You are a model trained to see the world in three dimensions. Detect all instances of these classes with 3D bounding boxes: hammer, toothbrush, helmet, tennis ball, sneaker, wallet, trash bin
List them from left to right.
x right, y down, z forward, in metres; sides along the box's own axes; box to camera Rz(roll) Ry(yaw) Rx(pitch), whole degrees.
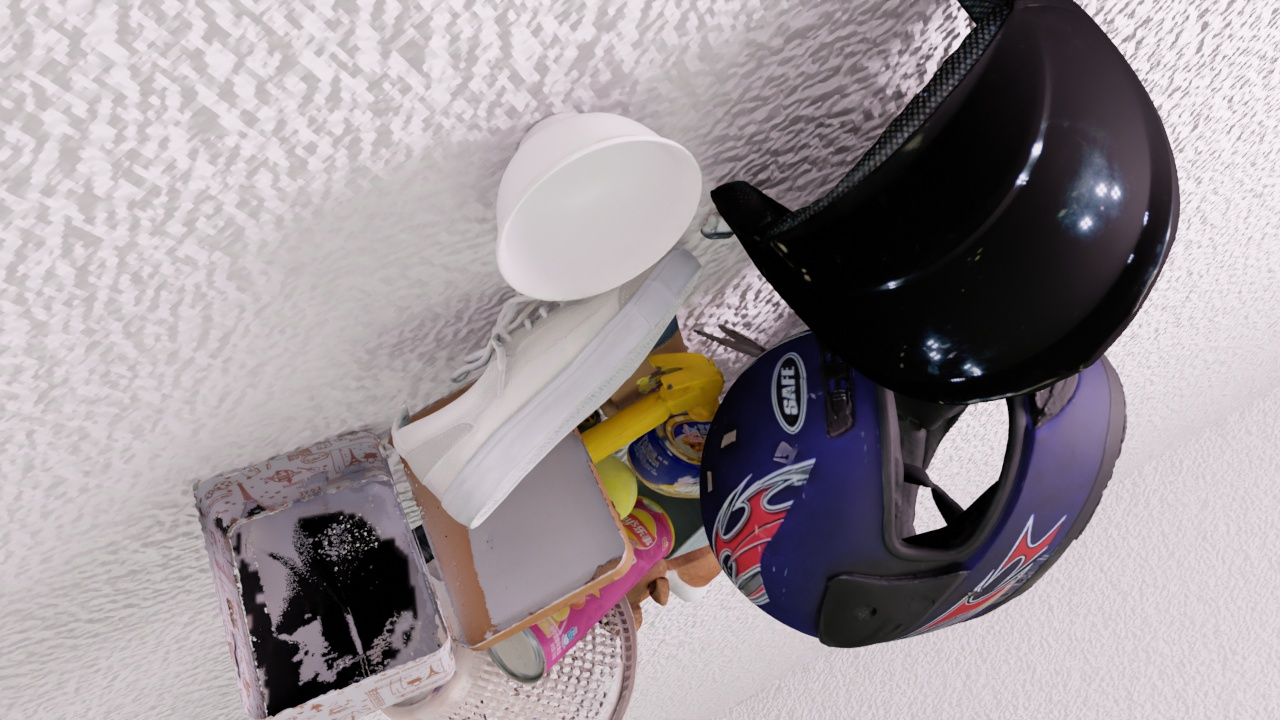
[{"bbox_3d":[-0.146,0.281,0.890,0.228,0.227,0.192,-39,138,18],"label":"trash bin"},{"bbox_3d":[-0.060,-0.005,0.603,0.241,0.091,0.090,-45,173,-26],"label":"sneaker"},{"bbox_3d":[-0.065,0.082,0.719,0.300,0.033,0.129,-30,157,-6],"label":"hammer"},{"bbox_3d":[-0.035,0.121,0.850,0.065,0.065,0.066,-22,151,-13],"label":"tennis ball"},{"bbox_3d":[-0.004,0.004,0.726,0.090,0.033,0.115,-29,155,-1],"label":"wallet"},{"bbox_3d":[0.119,-0.102,0.677,0.180,0.015,0.018,-7,136,-34],"label":"toothbrush"},{"bbox_3d":[0.176,0.081,0.717,0.240,0.246,0.316,12,138,-14],"label":"helmet"},{"bbox_3d":[0.195,-0.093,0.560,0.234,0.230,0.274,-41,169,26],"label":"helmet"}]

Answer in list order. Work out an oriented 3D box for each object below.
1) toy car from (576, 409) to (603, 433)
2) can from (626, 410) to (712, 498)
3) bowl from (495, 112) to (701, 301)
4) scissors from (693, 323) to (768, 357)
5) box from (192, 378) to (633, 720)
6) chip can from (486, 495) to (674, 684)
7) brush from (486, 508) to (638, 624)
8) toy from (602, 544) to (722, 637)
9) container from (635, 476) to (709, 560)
[{"bbox_3d":[-0.086,0.059,0.736,0.122,0.037,0.056,-11,151,-40],"label":"toy car"},{"bbox_3d":[0.055,0.087,0.868,0.148,0.074,0.049,6,134,-46],"label":"can"},{"bbox_3d":[-0.033,-0.095,0.499,0.118,0.064,0.118,-22,152,-13],"label":"bowl"},{"bbox_3d":[0.106,-0.002,0.813,0.168,0.014,0.156,3,162,-11],"label":"scissors"},{"bbox_3d":[-0.152,0.123,0.631,0.260,0.178,0.105,-20,151,-16],"label":"box"},{"bbox_3d":[-0.051,0.203,0.837,0.209,0.071,0.072,-34,165,-51],"label":"chip can"},{"bbox_3d":[-0.069,0.164,0.764,0.145,0.073,0.063,-24,152,-41],"label":"brush"},{"bbox_3d":[0.030,0.228,1.034,0.199,0.140,0.130,-29,113,-15],"label":"toy"},{"bbox_3d":[0.065,0.141,0.952,0.111,0.090,0.090,-3,143,-43],"label":"container"}]
